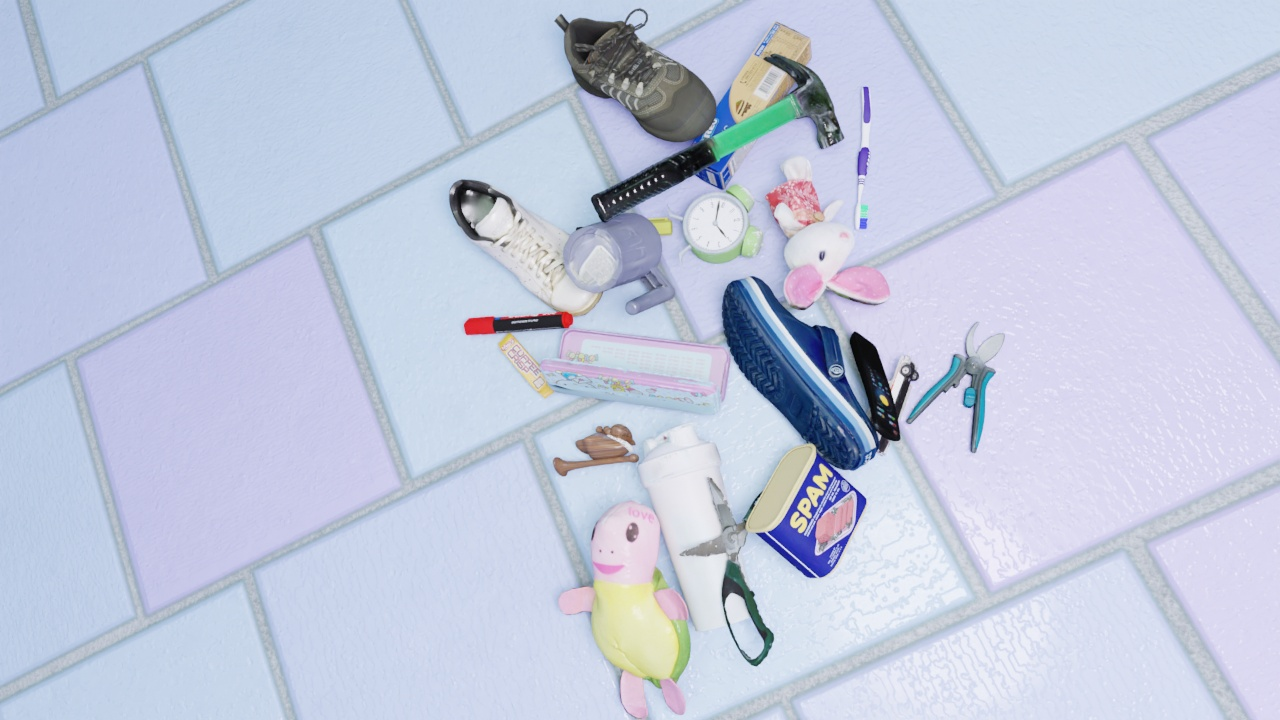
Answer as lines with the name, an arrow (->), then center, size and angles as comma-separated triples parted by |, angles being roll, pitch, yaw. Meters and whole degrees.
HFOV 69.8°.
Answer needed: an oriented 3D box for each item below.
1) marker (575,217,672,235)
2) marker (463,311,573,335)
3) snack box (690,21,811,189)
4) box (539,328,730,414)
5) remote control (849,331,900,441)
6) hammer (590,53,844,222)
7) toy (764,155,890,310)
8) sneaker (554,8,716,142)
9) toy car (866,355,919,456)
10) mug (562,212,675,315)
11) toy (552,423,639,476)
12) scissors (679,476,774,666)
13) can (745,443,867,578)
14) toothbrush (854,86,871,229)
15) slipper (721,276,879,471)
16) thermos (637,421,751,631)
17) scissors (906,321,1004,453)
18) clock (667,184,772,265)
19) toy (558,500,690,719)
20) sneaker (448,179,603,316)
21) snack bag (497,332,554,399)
marker -> -0.021, -0.166, 1.158 | 0.124, 0.017, 0.021 | -2, 77, 13
marker -> -0.152, -0.047, 1.146 | 0.145, 0.021, 0.023 | -4, 54, 21
snack box -> 0.133, -0.315, 1.138 | 0.057, 0.056, 0.206 | 33, 86, 15
box -> -0.007, 0.008, 1.077 | 0.214, 0.092, 0.089 | 8, 80, 13
remote control -> 0.256, 0.027, 1.009 | 0.020, 0.041, 0.151 | -41, 30, 30
hammer -> 0.085, -0.249, 1.074 | 0.318, 0.032, 0.130 | -30, 107, -12
toy -> 0.203, -0.145, 1.069 | 0.158, 0.084, 0.194 | -1, 66, -30
sneaker -> -0.012, -0.367, 1.115 | 0.238, 0.143, 0.101 | 35, 86, 29
toy car -> 0.279, 0.049, 1.037 | 0.039, 0.039, 0.113 | 16, 80, 36
mug -> -0.021, -0.112, 1.091 | 0.084, 0.103, 0.124 | -39, 86, 30
toy -> -0.050, 0.105, 1.091 | 0.102, 0.041, 0.054 | -9, 62, 16
scissors -> 0.136, 0.210, 0.996 | 0.201, 0.015, 0.201 | -17, 86, -29
can -> 0.182, 0.164, 0.990 | 0.092, 0.057, 0.116 | 42, 63, -13
toothbrush -> 0.272, -0.247, 1.115 | 0.016, 0.015, 0.186 | 4, 78, 8
slipper -> 0.186, 0.009, 1.038 | 0.095, 0.105, 0.252 | -29, 70, -16
thermos -> 0.061, 0.185, 1.027 | 0.099, 0.099, 0.220 | -17, 79, 8
scissors -> 0.357, 0.033, 1.032 | 0.124, 0.019, 0.155 | -9, 74, 9
clock -> 0.100, -0.164, 1.118 | 0.119, 0.042, 0.094 | -13, 76, 9
toy -> -0.006, 0.275, 1.005 | 0.191, 0.087, 0.238 | -14, 89, 45
sneaker -> -0.147, -0.152, 1.137 | 0.241, 0.102, 0.089 | 38, 87, 16
snack bag -> -0.141, 0.006, 1.144 | 0.026, 0.020, 0.099 | -42, 73, -1
